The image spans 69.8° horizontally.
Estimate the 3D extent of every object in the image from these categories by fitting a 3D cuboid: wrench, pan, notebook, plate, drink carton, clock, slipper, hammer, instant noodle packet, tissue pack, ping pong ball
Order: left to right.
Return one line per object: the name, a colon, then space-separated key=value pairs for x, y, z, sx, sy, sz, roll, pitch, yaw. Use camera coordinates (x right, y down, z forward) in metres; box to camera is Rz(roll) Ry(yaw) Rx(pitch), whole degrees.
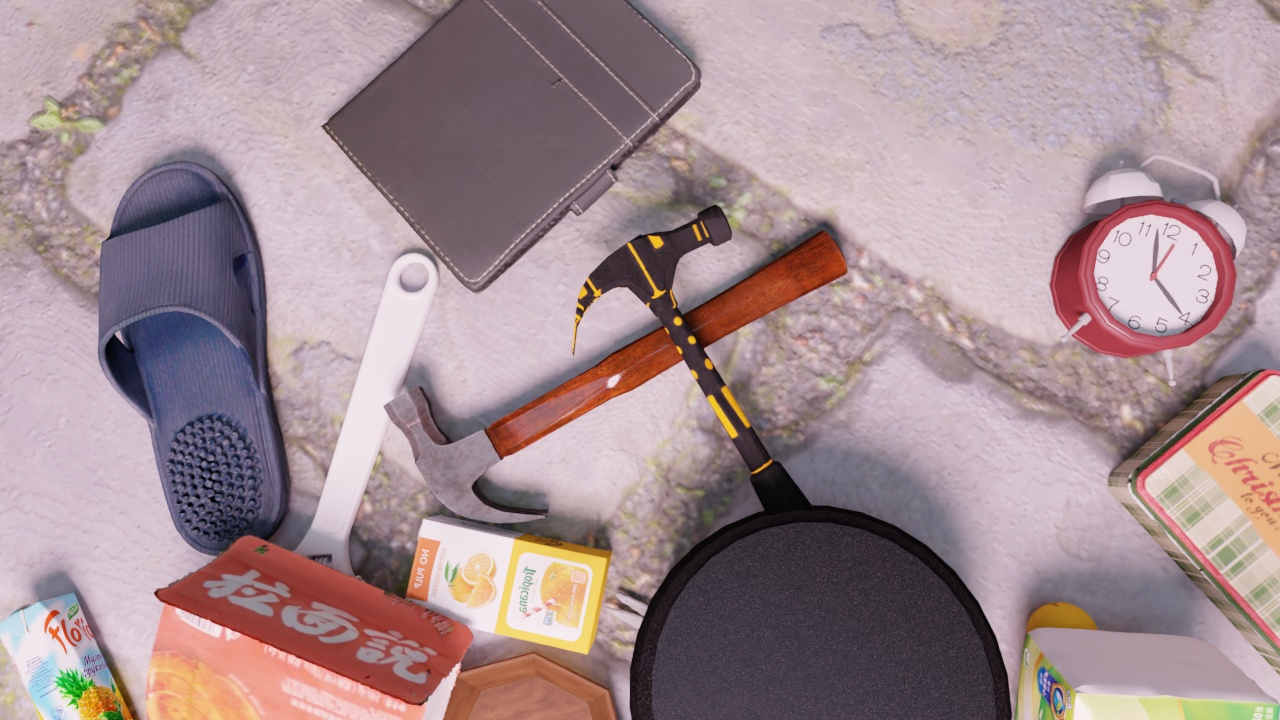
drink carton: x=-0.358 y=0.210 z=0.582 sx=0.038 sy=0.044 sz=0.129 roll=-29 pitch=85 yaw=0
slipper: x=-0.295 y=-0.004 z=0.581 sx=0.101 sy=0.082 sz=0.263 roll=-14 pitch=84 yaw=4
instant noodle packet: x=-0.212 y=0.240 z=0.546 sx=0.164 sy=0.083 sz=0.221 roll=20 pitch=106 yaw=6
wrench: x=-0.186 y=0.059 z=0.601 sx=0.066 sy=0.018 sz=0.273 roll=16 pitch=84 yaw=5
drink carton: x=-0.085 y=0.138 z=0.574 sx=0.122 sy=0.040 sz=0.058 roll=11 pitch=85 yaw=4
notebook: x=-0.084 y=-0.168 z=0.612 sx=0.209 sy=0.029 sz=0.169 roll=-43 pitch=82 yaw=2
plate: x=-0.070 y=0.246 z=0.570 sx=0.131 sy=0.025 sz=0.131 roll=0 pitch=84 yaw=4
hammer: x=-0.004 y=0.003 z=0.586 sx=0.300 sy=0.028 sz=0.111 roll=-29 pitch=90 yaw=-2
pan: x=0.046 y=0.234 z=0.478 sx=0.204 sy=0.044 sz=0.355 roll=38 pitch=78 yaw=15
hammer: x=0.072 y=0.067 z=0.559 sx=0.123 sy=0.036 sz=0.320 roll=-31 pitch=89 yaw=-2
ping pong ball: x=0.254 y=0.166 z=0.552 sx=0.040 sy=0.040 sz=0.040 roll=0 pitch=84 yaw=3
clock: x=0.313 y=-0.060 z=0.567 sx=0.096 sy=0.048 sz=0.137 roll=23 pitch=87 yaw=5
tissue pack: x=0.262 y=0.257 z=0.472 sx=0.120 sy=0.141 sz=0.198 roll=-4 pitch=99 yaw=4

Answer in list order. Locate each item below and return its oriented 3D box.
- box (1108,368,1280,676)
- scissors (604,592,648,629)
box: x=0.395 y=0.114 z=0.546 sx=0.117 sy=0.050 sz=0.205 roll=-39 pitch=83 yaw=-2
scissors: x=0.050 y=0.189 z=0.573 sx=0.126 sy=0.019 sz=0.144 roll=-24 pitch=82 yaw=1
